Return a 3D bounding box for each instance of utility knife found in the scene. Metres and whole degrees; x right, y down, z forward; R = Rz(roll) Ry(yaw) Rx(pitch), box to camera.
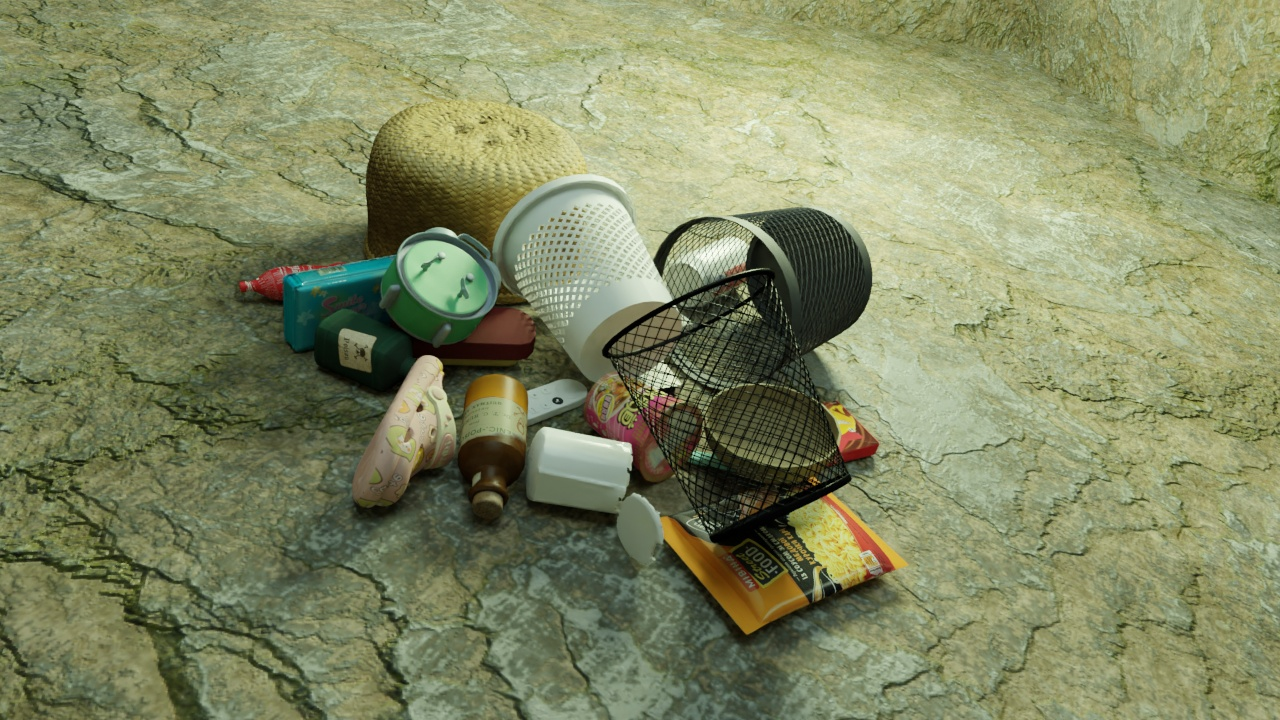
[{"bbox_3d":[0.078,0.112,1.041,0.126,0.015,0.022,10,32,-2],"label":"utility knife"}]

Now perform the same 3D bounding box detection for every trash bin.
[{"bbox_3d":[0.166,-0.095,1.204,0.218,0.218,0.226,35,35,29],"label":"trash bin"},{"bbox_3d":[0.090,0.049,0.880,0.183,0.185,0.210,-17,78,-38],"label":"trash bin"},{"bbox_3d":[-0.054,-0.088,1.121,0.195,0.196,0.199,-9,49,-30],"label":"trash bin"}]

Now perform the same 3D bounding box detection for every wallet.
[{"bbox_3d":[-0.007,0.007,1.160,0.072,0.019,0.123,-7,39,-27],"label":"wallet"}]

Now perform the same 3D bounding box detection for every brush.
[{"bbox_3d":[-0.215,-0.028,1.116,0.173,0.042,0.082,1,35,-18],"label":"brush"}]

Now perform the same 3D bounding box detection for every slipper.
[{"bbox_3d":[-0.223,0.073,0.929,0.081,0.093,0.196,27,36,-13],"label":"slipper"}]

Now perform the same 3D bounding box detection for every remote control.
[{"bbox_3d":[-0.118,0.051,1.062,0.136,0.013,0.043,-20,46,-40],"label":"remote control"}]

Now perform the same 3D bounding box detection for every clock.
[{"bbox_3d":[-0.224,-0.097,1.068,0.122,0.076,0.161,37,42,-10],"label":"clock"}]

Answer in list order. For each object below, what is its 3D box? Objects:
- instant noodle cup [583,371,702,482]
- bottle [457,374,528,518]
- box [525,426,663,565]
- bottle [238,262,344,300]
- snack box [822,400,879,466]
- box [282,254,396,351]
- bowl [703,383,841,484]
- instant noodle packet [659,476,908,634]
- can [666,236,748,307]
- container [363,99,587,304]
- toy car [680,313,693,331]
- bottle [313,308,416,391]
[{"bbox_3d":[-0.003,0.067,1.017,0.097,0.098,0.109,-20,38,-40],"label":"instant noodle cup"},{"bbox_3d":[-0.151,0.091,0.938,0.068,0.068,0.156,7,43,-10],"label":"bottle"},{"bbox_3d":[-0.046,0.133,0.911,0.140,0.084,0.141,10,28,-8],"label":"box"},{"bbox_3d":[-0.424,-0.097,1.145,0.141,0.042,0.042,-8,39,-29],"label":"bottle"},{"bbox_3d":[0.211,0.092,1.111,0.132,0.021,0.089,-9,40,-29],"label":"snack box"},{"bbox_3d":[-0.317,-0.080,1.110,0.226,0.094,0.041,-18,46,-38],"label":"box"},{"bbox_3d":[0.144,0.090,1.027,0.152,0.051,0.152,4,33,-3],"label":"bowl"},{"bbox_3d":[0.143,0.187,0.938,0.220,0.032,0.160,-12,39,-33],"label":"instant noodle packet"},{"bbox_3d":[0.104,-0.129,1.347,0.078,0.078,0.135,32,38,26],"label":"can"},{"bbox_3d":[-0.220,-0.231,1.280,0.307,0.197,0.306,9,36,-7],"label":"container"},{"bbox_3d":[0.024,-0.079,1.279,0.039,0.039,0.113,-20,46,-40],"label":"toy car"},{"bbox_3d":[-0.296,-0.005,1.036,0.131,0.061,0.061,22,32,12],"label":"bottle"}]
